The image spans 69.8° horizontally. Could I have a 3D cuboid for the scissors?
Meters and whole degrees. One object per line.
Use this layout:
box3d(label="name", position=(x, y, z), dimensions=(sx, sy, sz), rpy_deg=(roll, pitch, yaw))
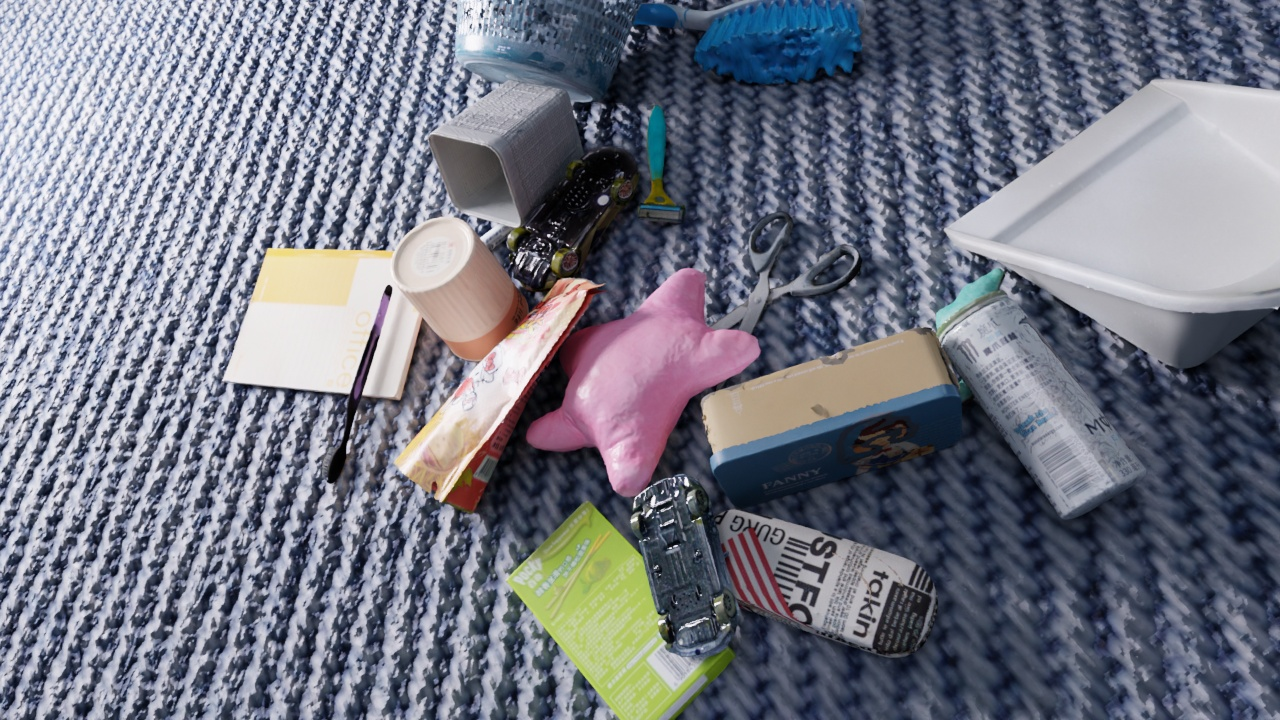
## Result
box3d(label="scissors", position=(0.101, -0.052, 0.750), dimensions=(0.160, 0.014, 0.177), rpy_deg=(-8, 60, 19))

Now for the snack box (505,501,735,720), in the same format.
box3d(label="snack box", position=(-0.017, 0.179, 0.642), dimensions=(0.085, 0.026, 0.156), rpy_deg=(-44, 56, -9))

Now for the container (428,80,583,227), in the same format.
box3d(label="container", position=(-0.120, -0.200, 0.864), dimensions=(0.090, 0.090, 0.114), rpy_deg=(19, 53, 29))

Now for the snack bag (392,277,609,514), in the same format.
box3d(label="snack bag", position=(-0.107, 0.020, 0.735), dimensions=(0.207, 0.073, 0.129), rpy_deg=(-56, 16, -10))

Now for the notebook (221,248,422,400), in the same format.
box3d(label="notebook", position=(-0.296, -0.039, 0.873), dimensions=(0.206, 0.010, 0.145), rpy_deg=(5, 73, 23))

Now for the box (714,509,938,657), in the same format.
box3d(label="box", position=(0.109, 0.142, 0.601), dimensions=(0.164, 0.055, 0.070), rpy_deg=(10, 82, 28))

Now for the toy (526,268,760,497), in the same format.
box3d(label="toy", position=(-0.004, 0.004, 0.716), dimensions=(0.179, 0.074, 0.194), rpy_deg=(26, 70, 44))

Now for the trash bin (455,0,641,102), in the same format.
box3d(label="trash bin", position=(-0.085, -0.363, 0.881), dimensions=(0.227, 0.226, 0.195), rpy_deg=(17, 98, 28))

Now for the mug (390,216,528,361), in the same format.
box3d(label="mug", position=(-0.162, -0.071, 0.799), dimensions=(0.081, 0.106, 0.114), rpy_deg=(-34, 55, -2))

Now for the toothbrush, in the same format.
box3d(label="toothbrush", position=(-0.252, 0.018, 0.820), dimensions=(0.017, 0.014, 0.188), rpy_deg=(-1, 68, 37))

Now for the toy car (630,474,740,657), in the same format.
box3d(label="toy car", position=(0.031, 0.135, 0.610), dimensions=(0.054, 0.036, 0.120), rpy_deg=(-26, 61, 23))

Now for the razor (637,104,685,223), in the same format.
box3d(label="razor", position=(0.017, -0.182, 0.848), dimensions=(0.043, 0.028, 0.132), rpy_deg=(1, 61, -6))

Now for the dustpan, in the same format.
box3d(label="dustpan", position=(0.374, -0.115, 0.608), dimensions=(0.222, 0.143, 0.257), rpy_deg=(-35, 56, -3))

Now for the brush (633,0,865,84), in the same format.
box3d(label="brush", position=(0.070, -0.326, 0.907), dimensions=(0.315, 0.060, 0.109), rpy_deg=(4, 56, 25))

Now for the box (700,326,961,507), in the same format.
box3d(label="box", position=(0.125, 0.044, 0.635), dimensions=(0.184, 0.090, 0.060), rpy_deg=(-21, 56, 10))

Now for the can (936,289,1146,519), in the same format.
box3d(label="can", position=(0.256, 0.028, 0.596), dimensions=(0.058, 0.058, 0.146), rpy_deg=(-29, 67, 1))

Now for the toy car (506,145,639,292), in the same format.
box3d(label="toy car", position=(-0.059, -0.129, 0.835), dimensions=(0.070, 0.042, 0.158), rpy_deg=(30, 77, 32))

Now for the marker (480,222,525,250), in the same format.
box3d(label="marker", position=(-0.167, -0.095, 0.871), dimensions=(0.145, 0.017, 0.017), rpy_deg=(-38, 55, -5))

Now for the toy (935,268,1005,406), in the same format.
box3d(label="toy", position=(0.249, -0.013, 0.659), dimensions=(0.096, 0.030, 0.092), rpy_deg=(-40, 53, 3))
